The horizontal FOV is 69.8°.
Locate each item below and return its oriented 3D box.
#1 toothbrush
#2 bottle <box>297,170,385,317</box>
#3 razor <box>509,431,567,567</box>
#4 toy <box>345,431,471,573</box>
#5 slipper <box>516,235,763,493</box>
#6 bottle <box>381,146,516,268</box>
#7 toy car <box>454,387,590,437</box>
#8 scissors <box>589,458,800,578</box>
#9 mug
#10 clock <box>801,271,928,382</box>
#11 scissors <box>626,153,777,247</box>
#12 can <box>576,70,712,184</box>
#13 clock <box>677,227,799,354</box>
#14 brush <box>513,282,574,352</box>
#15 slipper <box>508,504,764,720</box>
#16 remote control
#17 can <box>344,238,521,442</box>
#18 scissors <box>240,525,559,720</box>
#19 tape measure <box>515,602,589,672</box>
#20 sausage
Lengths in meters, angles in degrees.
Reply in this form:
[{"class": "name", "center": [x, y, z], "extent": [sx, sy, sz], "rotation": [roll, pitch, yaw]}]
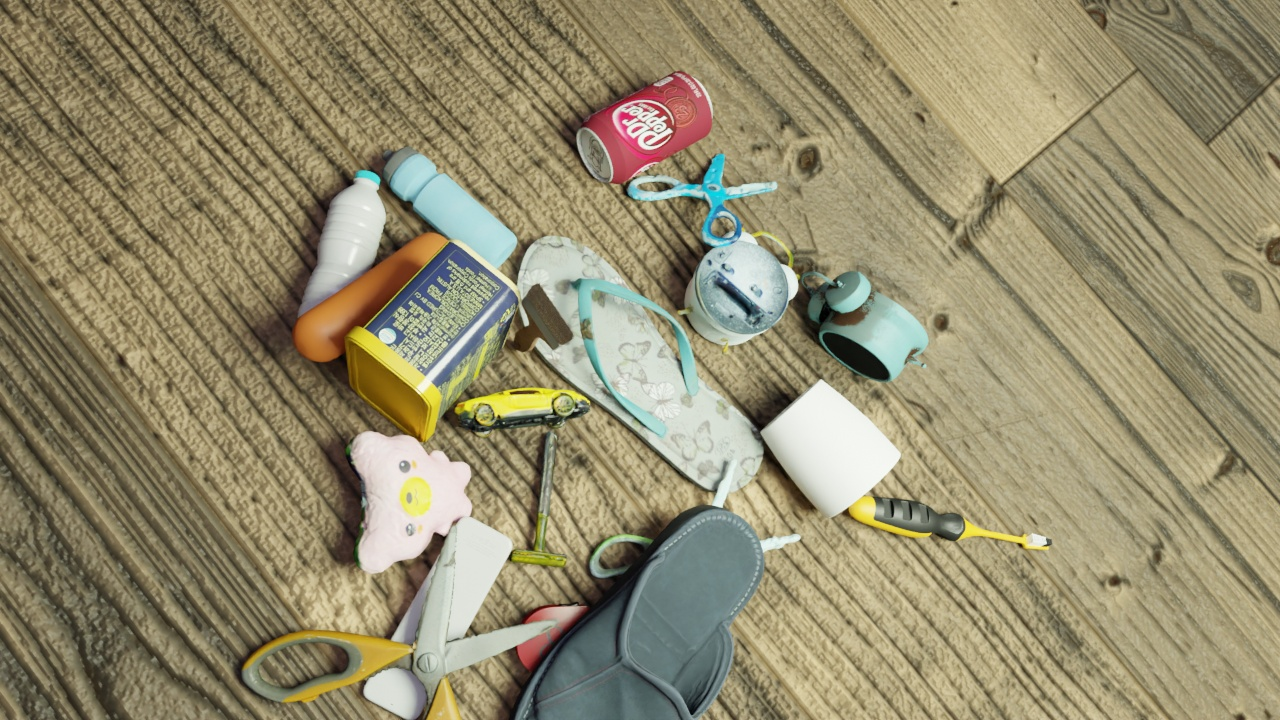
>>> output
[{"class": "toothbrush", "center": [0.268, 0.143, 0.790], "extent": [0.196, 0.031, 0.031], "rotation": [13, 56, -14]}, {"class": "bottle", "center": [-0.232, -0.086, 0.724], "extent": [0.044, 0.044, 0.136], "rotation": [13, 72, -10]}, {"class": "razor", "center": [-0.075, 0.107, 0.720], "extent": [0.042, 0.026, 0.105], "rotation": [8, 69, -9]}, {"class": "toy", "center": [-0.170, 0.103, 0.682], "extent": [0.093, 0.050, 0.102], "rotation": [0, 84, -26]}, {"class": "slipper", "center": [-0.004, 0.004, 0.751], "extent": [0.098, 0.055, 0.269], "rotation": [-42, 89, -18]}, {"class": "bottle", "center": [-0.162, -0.128, 0.756], "extent": [0.130, 0.040, 0.040], "rotation": [41, 69, 0]}, {"class": "toy car", "center": [-0.092, 0.039, 0.721], "extent": [0.106, 0.049, 0.030], "rotation": [-4, 73, -16]}, {"class": "scissors", "center": [0.046, 0.163, 0.729], "extent": [0.171, 0.024, 0.165], "rotation": [-8, 75, -5]}, {"class": "mug", "center": [0.162, 0.064, 0.767], "extent": [0.087, 0.081, 0.114], "rotation": [48, 39, 7]}, {"class": "clock", "center": [0.187, -0.033, 0.789], "extent": [0.124, 0.090, 0.053], "rotation": [37, 79, -2]}, {"class": "scissors", "center": [0.059, -0.140, 0.803], "extent": [0.134, 0.011, 0.140], "rotation": [-6, 46, -10]}, {"class": "can", "center": [0.005, -0.204, 0.806], "extent": [0.114, 0.063, 0.063], "rotation": [-33, 84, -20]}, {"class": "clock", "center": [0.089, -0.065, 0.790], "extent": [0.083, 0.057, 0.117], "rotation": [42, 69, 1]}, {"class": "brush", "center": [-0.081, -0.023, 0.690], "extent": [0.008, 0.143, 0.045], "rotation": [-35, 94, -19]}, {"class": "slipper", "center": [0.003, 0.222, 0.656], "extent": [0.109, 0.083, 0.265], "rotation": [42, 78, -11]}, {"class": "remote control", "center": [-0.148, 0.188, 0.674], "extent": [0.045, 0.008, 0.146], "rotation": [30, 79, -5]}, {"class": "can", "center": [-0.152, -0.013, 0.676], "extent": [0.075, 0.135, 0.104], "rotation": [39, 67, -1]}, {"class": "scissors", "center": [-0.170, 0.227, 0.646], "extent": [0.230, 0.016, 0.225], "rotation": [5, 84, -2]}, {"class": "tape measure", "center": [-0.066, 0.207, 0.692], "extent": [0.051, 0.019, 0.059], "rotation": [25, 77, -10]}, {"class": "sausage", "center": [-0.195, -0.052, 0.694], "extent": [0.163, 0.045, 0.039], "rotation": [-50, 123, -47]}]
